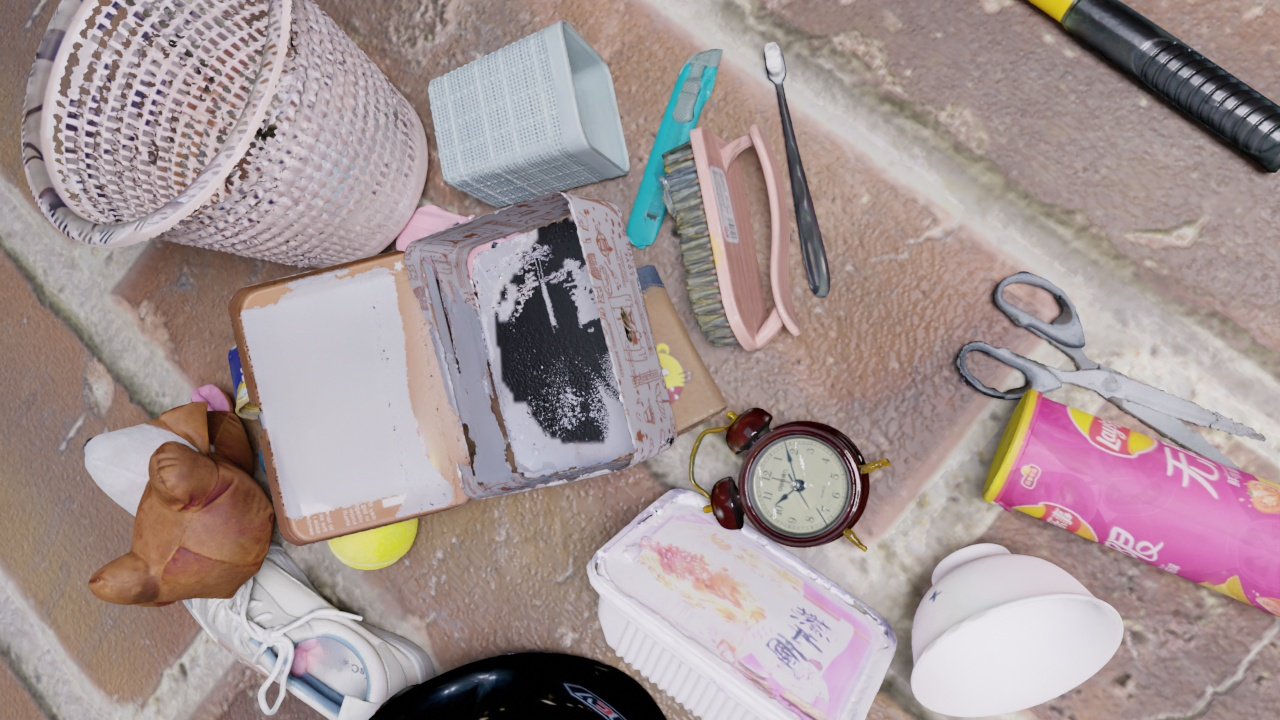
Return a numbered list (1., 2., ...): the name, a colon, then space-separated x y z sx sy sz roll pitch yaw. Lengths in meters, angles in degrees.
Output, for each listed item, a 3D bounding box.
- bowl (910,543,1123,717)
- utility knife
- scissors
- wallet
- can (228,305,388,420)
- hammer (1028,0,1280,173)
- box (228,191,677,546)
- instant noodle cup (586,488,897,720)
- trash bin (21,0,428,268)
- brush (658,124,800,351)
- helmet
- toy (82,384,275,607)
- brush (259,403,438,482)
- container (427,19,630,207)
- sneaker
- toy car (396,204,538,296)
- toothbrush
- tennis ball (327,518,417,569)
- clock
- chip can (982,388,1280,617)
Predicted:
1. bowl: 0.204 0.147 0.531 0.118 0.118 0.064 -27 38 13
2. utility knife: 0.023 -0.151 0.649 0.029 0.013 0.151 19 91 20
3. scissors: 0.282 0.007 0.554 0.169 0.014 0.156 -11 83 16
4. wallet: -0.004 0.004 0.634 0.090 0.033 0.115 -30 81 12
5. can: -0.238 -0.002 0.685 0.148 0.074 0.049 -20 75 15
6. hammer: 0.273 -0.220 0.568 0.301 0.032 0.129 44 99 16
7. box: -0.128 0.007 0.604 0.261 0.105 0.178 -16 87 21
8. instant noodle cup: 0.056 0.164 0.557 0.173 0.137 0.060 34 118 17
9. trash bin: -0.262 -0.159 0.634 0.228 0.192 0.227 -6 76 24
10. brush: 0.063 -0.078 0.603 0.073 0.063 0.145 -14 81 26
11. helmet: -0.090 0.302 0.541 0.233 0.230 0.274 33 75 15
12. toy: -0.329 0.092 0.648 0.130 0.199 0.140 29 94 -25
13. brush: -0.221 0.054 0.674 0.144 0.073 0.055 -21 86 14
14. container: -0.079 -0.165 0.644 0.112 0.090 0.090 -15 80 18
15. sneaker: -0.269 0.197 0.667 0.242 0.090 0.089 25 91 18
16. toy car: -0.130 -0.079 0.678 0.122 0.037 0.056 19 89 19
17. toothbrush: 0.105 -0.130 0.621 0.016 0.018 0.181 -12 83 13
18. tennis ball: -0.194 0.118 0.664 0.065 0.065 0.065 -2 84 17
19. clock: 0.091 0.076 0.584 0.122 0.055 0.082 15 90 15
20. chip can: 0.307 0.086 0.508 0.211 0.071 0.071 22 91 18
